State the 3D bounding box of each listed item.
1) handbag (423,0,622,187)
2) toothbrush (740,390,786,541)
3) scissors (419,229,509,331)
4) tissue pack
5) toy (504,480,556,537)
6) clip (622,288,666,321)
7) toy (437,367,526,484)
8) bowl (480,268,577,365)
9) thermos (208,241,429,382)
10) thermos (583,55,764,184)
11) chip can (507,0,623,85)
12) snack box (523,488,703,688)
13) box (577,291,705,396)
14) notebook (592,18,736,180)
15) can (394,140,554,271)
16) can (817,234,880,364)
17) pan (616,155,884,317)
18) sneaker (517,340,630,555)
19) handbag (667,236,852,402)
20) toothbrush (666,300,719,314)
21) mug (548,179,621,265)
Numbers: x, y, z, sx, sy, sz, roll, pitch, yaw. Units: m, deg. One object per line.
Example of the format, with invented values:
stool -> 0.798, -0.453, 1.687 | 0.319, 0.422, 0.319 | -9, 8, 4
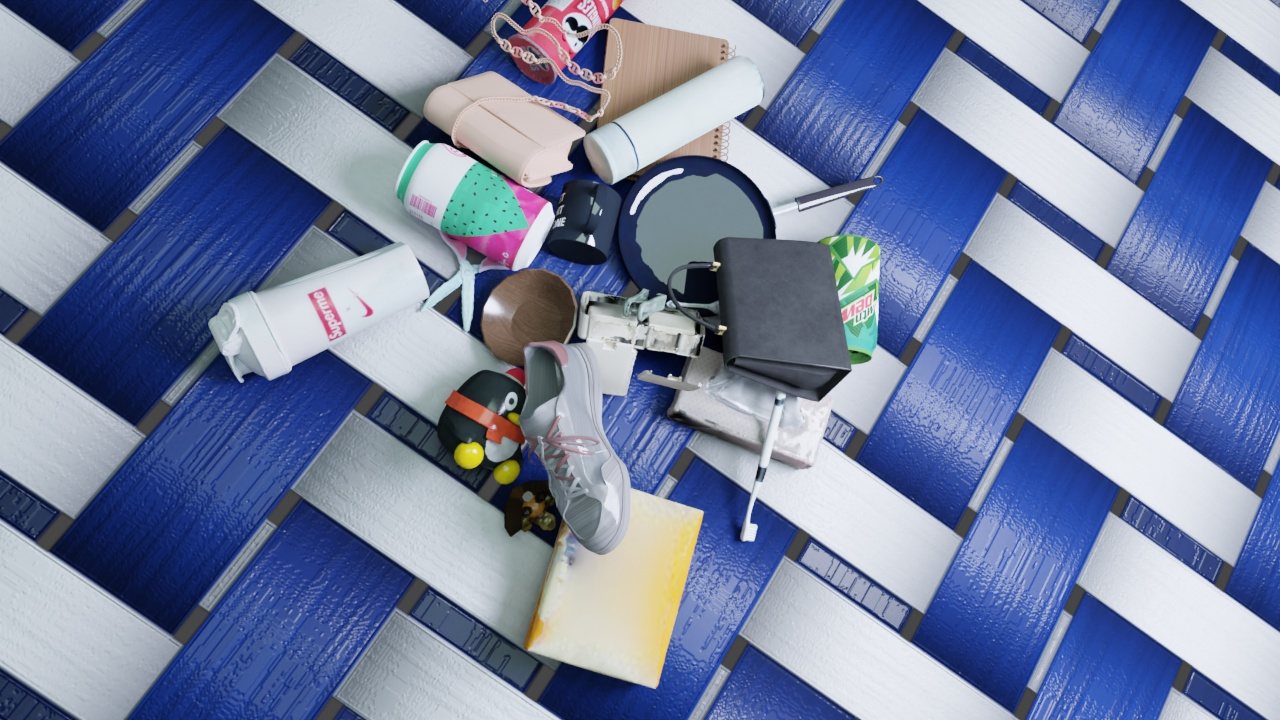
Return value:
handbag -> -0.148, -0.313, 1.026 | 0.199, 0.188, 0.116 | 36, 36, 15
toothbrush -> 0.143, 0.119, 1.050 | 0.017, 0.012, 0.187 | 11, 98, -17
scissors -> -0.184, -0.115, 1.077 | 0.158, 0.014, 0.172 | 0, 77, -11
tissue pack -> 0.133, 0.049, 1.077 | 0.181, 0.071, 0.103 | 22, 75, -2
toy -> -0.115, 0.157, 0.982 | 0.062, 0.100, 0.076 | 42, 74, 7
clip -> 0.004, -0.062, 1.029 | 0.047, 0.076, 0.023 | 16, 109, 16
toy -> -0.163, 0.058, 0.994 | 0.097, 0.100, 0.119 | 34, 82, -48
bowl -> -0.123, -0.046, 1.050 | 0.118, 0.030, 0.117 | -4, 73, 15
thermos -> -0.345, -0.058, 0.991 | 0.220, 0.099, 0.099 | -28, 84, -20
thermos -> 0.042, -0.293, 1.112 | 0.229, 0.068, 0.068 | -32, 85, -16
chip can -> -0.067, -0.451, 1.148 | 0.073, 0.073, 0.232 | 37, 72, -1
snack box -> -0.029, 0.235, 0.990 | 0.145, 0.081, 0.195 | 18, 74, -6
box -> -0.006, 0.007, 1.020 | 0.143, 0.194, 0.101 | 10, 110, -3
notebook -> 0.033, -0.323, 1.164 | 0.169, 0.022, 0.210 | 8, 76, -9
can -> -0.186, -0.175, 1.035 | 0.166, 0.088, 0.088 | 29, 73, -3
can -> 0.247, -0.073, 1.116 | 0.083, 0.083, 0.144 | 8, 76, -10
pan -> 0.142, -0.175, 1.135 | 0.356, 0.021, 0.198 | -18, 90, -11
sneaker -> -0.080, 0.082, 0.935 | 0.089, 0.099, 0.235 | 14, 53, -45
handbag -> 0.122, -0.061, 1.032 | 0.195, 0.072, 0.175 | 10, 55, -18
toothbrush -> 0.114, -0.063, 1.099 | 0.185, 0.024, 0.022 | 3, 96, -24
mug -> -0.061, -0.165, 1.065 | 0.071, 0.105, 0.077 | 16, 74, -13
